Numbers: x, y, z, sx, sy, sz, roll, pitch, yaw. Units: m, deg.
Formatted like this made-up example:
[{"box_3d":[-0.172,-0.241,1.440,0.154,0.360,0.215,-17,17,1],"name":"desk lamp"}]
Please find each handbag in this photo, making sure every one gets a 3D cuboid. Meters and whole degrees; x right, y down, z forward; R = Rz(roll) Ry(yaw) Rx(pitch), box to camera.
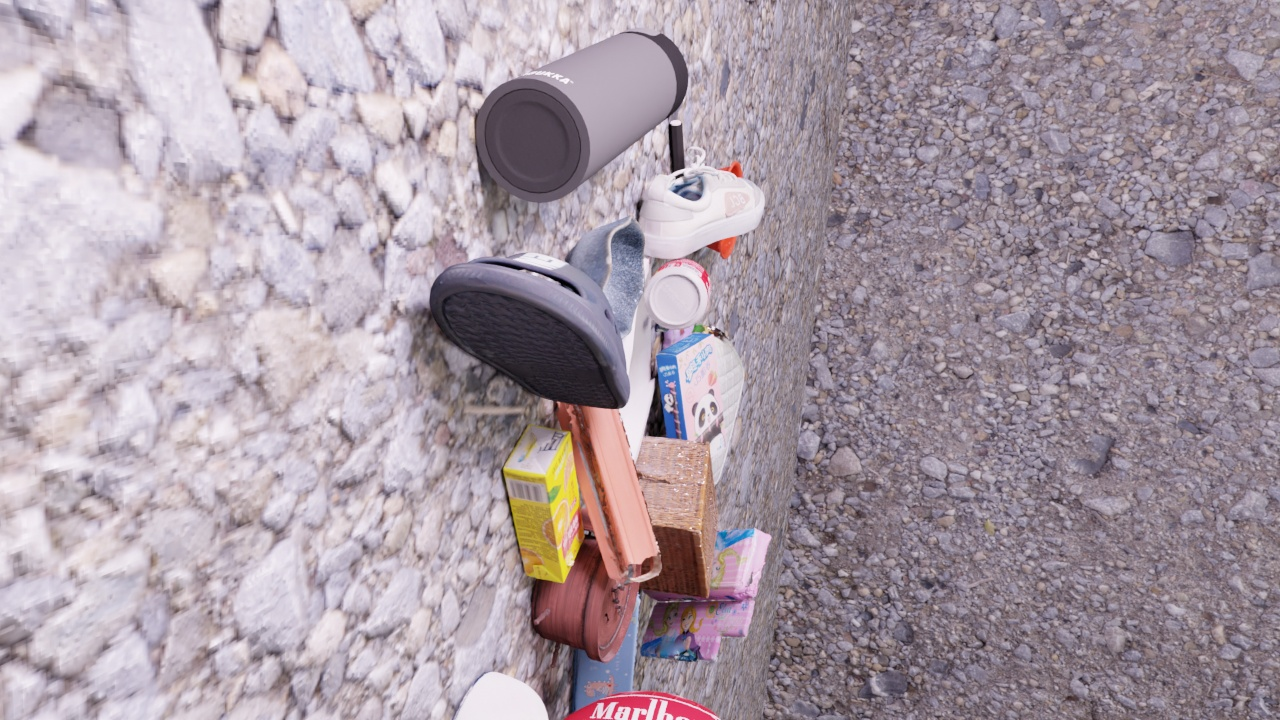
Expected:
[{"box_3d":[0.078,0.063,1.248,0.139,0.072,0.194,53,48,-56],"name":"handbag"}]

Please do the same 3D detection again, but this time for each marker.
[{"box_3d":[0.045,-0.222,1.078,0.021,0.017,0.124,-64,155,-47],"name":"marker"}]

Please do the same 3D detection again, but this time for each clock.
[{"box_3d":[-0.047,0.210,0.886,0.121,0.072,0.157,81,24,-46],"name":"clock"}]

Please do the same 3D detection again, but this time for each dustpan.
[{"box_3d":[-0.006,0.006,0.956,0.257,0.053,0.192,-54,149,-58],"name":"dustpan"}]

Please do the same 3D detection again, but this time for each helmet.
[{"box_3d":[0.013,0.427,0.849,0.198,0.271,0.224,80,19,-54],"name":"helmet"}]

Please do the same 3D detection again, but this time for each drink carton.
[{"box_3d":[-0.079,0.125,0.787,0.058,0.043,0.135,-64,157,-48],"name":"drink carton"}]

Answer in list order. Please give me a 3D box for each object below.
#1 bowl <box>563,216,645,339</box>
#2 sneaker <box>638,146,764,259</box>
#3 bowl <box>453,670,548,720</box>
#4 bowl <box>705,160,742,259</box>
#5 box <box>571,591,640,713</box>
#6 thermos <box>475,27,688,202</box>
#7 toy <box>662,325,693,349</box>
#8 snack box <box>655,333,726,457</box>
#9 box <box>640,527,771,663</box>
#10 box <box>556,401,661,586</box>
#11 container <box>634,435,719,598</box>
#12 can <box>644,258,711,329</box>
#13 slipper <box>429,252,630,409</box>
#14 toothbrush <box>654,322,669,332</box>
[{"box_3d":[-0.035,-0.074,0.811,0.110,0.055,0.110,10,89,-73],"name":"bowl"},{"box_3d":[0.076,-0.188,1.032,0.241,0.089,0.091,-33,134,-52],"name":"sneaker"},{"box_3d":[-0.110,0.317,0.746,0.113,0.063,0.113,10,89,-74],"name":"bowl"},{"box_3d":[0.101,-0.203,1.229,0.130,0.045,0.130,9,89,-74],"name":"bowl"},{"box_3d":[-0.036,0.332,0.986,0.068,0.059,0.210,-6,109,-31],"name":"box"},{"box_3d":[-0.034,-0.196,0.702,0.239,0.082,0.082,-55,149,-57],"name":"thermos"},{"box_3d":[0.049,-0.020,1.163,0.080,0.036,0.100,-45,140,-62],"name":"toy"},{"box_3d":[0.064,0.051,1.126,0.087,0.033,0.154,-30,117,-49],"name":"snack box"},{"box_3d":[0.067,0.294,1.147,0.231,0.035,0.159,-25,-137,57],"name":"box"},{"box_3d":[-0.037,0.110,0.814,0.056,0.064,0.188,-12,85,-32],"name":"box"},{"box_3d":[0.026,0.180,1.051,0.199,0.114,0.112,80,19,-53],"name":"container"},{"box_3d":[0.040,-0.070,0.950,0.104,0.064,0.064,-60,156,-77],"name":"can"},{"box_3d":[-0.059,-0.029,0.664,0.268,0.111,0.083,59,39,-70],"name":"slipper"},{"box_3d":[0.042,-0.071,1.121,0.188,0.017,0.016,-62,156,-63],"name":"toothbrush"}]
